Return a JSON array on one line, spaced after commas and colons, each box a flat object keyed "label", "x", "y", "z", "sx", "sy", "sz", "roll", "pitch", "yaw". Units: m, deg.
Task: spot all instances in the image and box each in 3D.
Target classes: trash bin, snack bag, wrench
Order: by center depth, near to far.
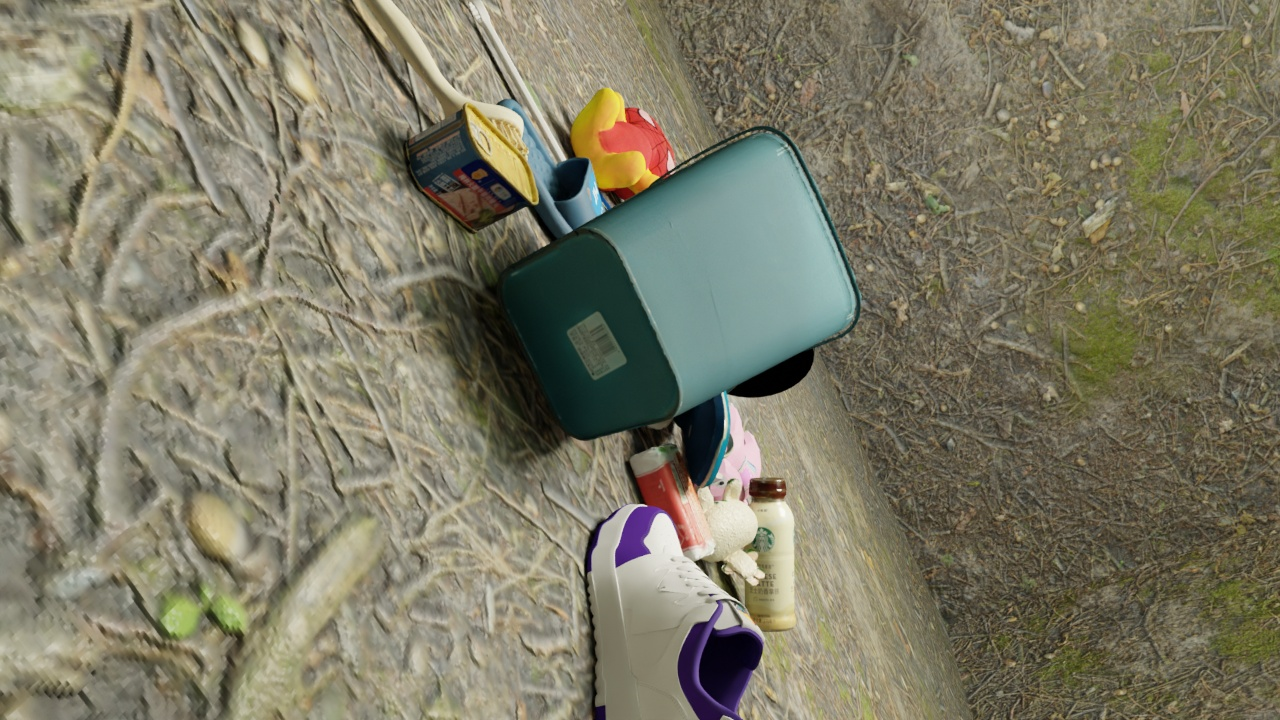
[{"label": "trash bin", "x": 0.026, "y": -0.054, "z": 0.750, "sx": 0.218, "sy": 0.197, "sz": 0.199, "roll": -31, "pitch": 98, "yaw": -42}, {"label": "snack bag", "x": 0.031, "y": 0.138, "z": 0.879, "sx": 0.116, "sy": 0.036, "sz": 0.077, "roll": 69, "pitch": 15, "yaw": 9}, {"label": "wrench", "x": -0.112, "y": -0.265, "z": 0.999, "sx": 0.273, "sy": 0.009, "sz": 0.047, "roll": 60, "pitch": -12, "yaw": -18}, {"label": "trash bin", "x": 0.159, "y": -0.090, "z": 1.344, "sx": 0.217, "sy": 0.217, "sz": 0.242, "roll": 53, "pitch": 27, "yaw": -41}]

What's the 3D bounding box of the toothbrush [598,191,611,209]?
[{"label": "toothbrush", "x": -0.024, "y": -0.163, "z": 1.165, "sx": 0.190, "sy": 0.016, "sz": 0.017, "roll": 48, "pitch": 31, "yaw": -49}]

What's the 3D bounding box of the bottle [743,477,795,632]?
[{"label": "bottle", "x": 0.140, "y": 0.210, "z": 1.003, "sx": 0.056, "sy": 0.057, "sz": 0.162, "roll": 8, "pitch": 81, "yaw": -72}]

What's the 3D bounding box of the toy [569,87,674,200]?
[{"label": "toy", "x": -0.019, "y": -0.267, "z": 1.182, "sx": 0.216, "sy": 0.099, "sz": 0.147, "roll": -17, "pitch": 92, "yaw": -73}]

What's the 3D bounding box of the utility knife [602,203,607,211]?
[{"label": "utility knife", "x": -0.026, "y": -0.152, "z": 1.142, "sx": 0.203, "sy": 0.020, "sz": 0.028, "roll": 48, "pitch": 26, "yaw": -51}]

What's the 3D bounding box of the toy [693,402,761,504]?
[{"label": "toy", "x": 0.097, "y": 0.127, "z": 1.062, "sx": 0.157, "sy": 0.067, "sz": 0.123, "roll": -89, "pitch": 154, "yaw": -45}]

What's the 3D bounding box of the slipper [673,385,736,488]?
[{"label": "slipper", "x": 0.080, "y": 0.046, "z": 0.975, "sx": 0.294, "sy": 0.060, "sz": 0.118, "roll": -95, "pitch": -164, "yaw": -71}]

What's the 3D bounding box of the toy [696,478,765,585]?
[{"label": "toy", "x": 0.088, "y": 0.178, "z": 0.951, "sx": 0.087, "sy": 0.050, "sz": 0.112, "roll": -19, "pitch": 94, "yaw": -39}]

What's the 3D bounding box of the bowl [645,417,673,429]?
[{"label": "bowl", "x": 0.021, "y": -0.024, "z": 0.935, "sx": 0.177, "sy": 0.071, "sz": 0.177, "roll": 50, "pitch": 27, "yaw": -39}]

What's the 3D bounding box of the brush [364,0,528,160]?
[{"label": "brush", "x": -0.180, "y": -0.249, "z": 0.716, "sx": 0.272, "sy": 0.062, "sz": 0.077, "roll": 50, "pitch": 18, "yaw": -35}]

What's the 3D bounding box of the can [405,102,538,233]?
[{"label": "can", "x": -0.129, "y": -0.146, "z": 0.708, "sx": 0.100, "sy": 0.059, "sz": 0.054, "roll": 41, "pitch": 30, "yaw": -59}]

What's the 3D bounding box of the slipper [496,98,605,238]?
[{"label": "slipper", "x": -0.077, "y": -0.174, "z": 0.928, "sx": 0.214, "sy": 0.059, "sz": 0.103, "roll": 52, "pitch": 24, "yaw": -39}]

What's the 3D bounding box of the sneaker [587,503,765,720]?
[{"label": "sneaker", "x": 0.031, "y": 0.186, "z": 0.664, "sx": 0.092, "sy": 0.111, "sz": 0.243, "roll": 55, "pitch": 19, "yaw": -35}]
